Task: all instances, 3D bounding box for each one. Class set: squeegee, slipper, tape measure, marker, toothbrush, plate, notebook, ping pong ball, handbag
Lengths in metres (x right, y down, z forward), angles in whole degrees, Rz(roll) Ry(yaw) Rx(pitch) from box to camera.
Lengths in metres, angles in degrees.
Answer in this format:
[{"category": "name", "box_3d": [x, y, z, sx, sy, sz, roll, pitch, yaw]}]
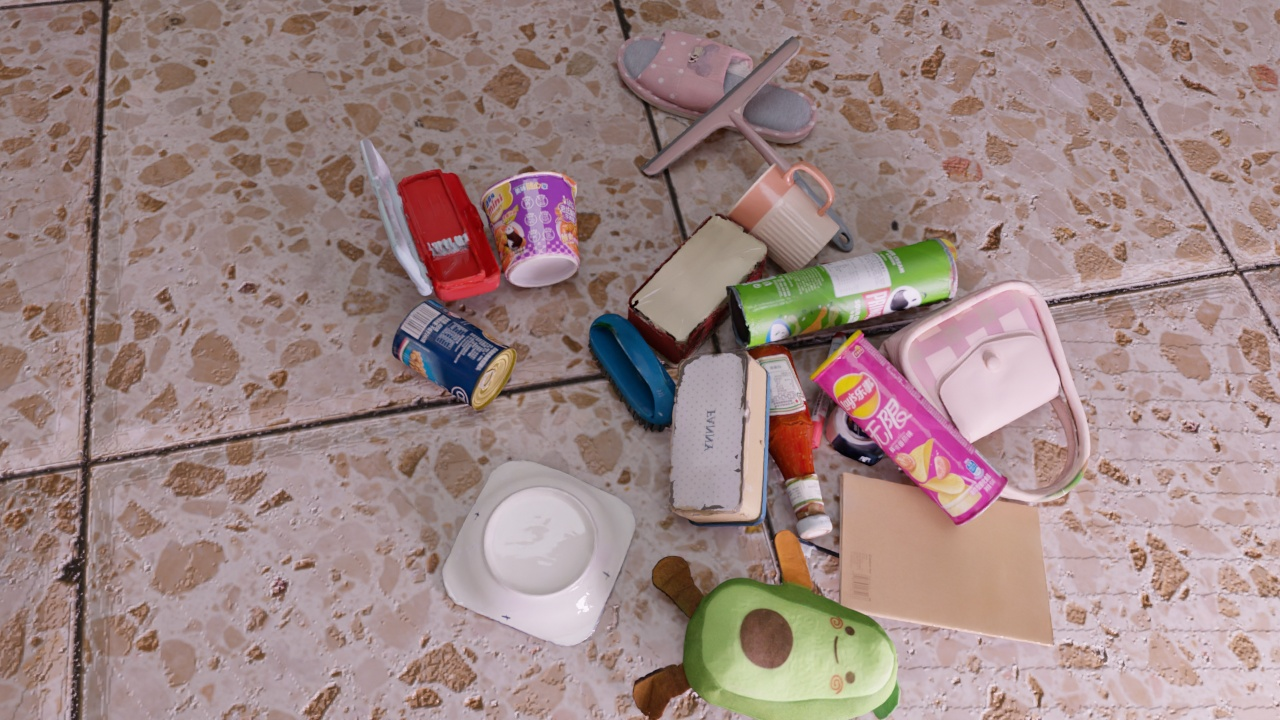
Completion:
[{"category": "squeegee", "box_3d": [0.171, -0.227, 1.103, 0.248, 0.040, 0.249, -41, 84, 2]}, {"category": "slipper", "box_3d": [0.098, -0.357, 1.178, 0.274, 0.054, 0.114, 24, 64, 7]}, {"category": "tape measure", "box_3d": [0.234, 0.072, 0.982, 0.066, 0.034, 0.065, 24, 62, 5]}, {"category": "marker", "box_3d": [0.205, 0.031, 1.010, 0.017, 0.017, 0.145, 19, 63, 5]}, {"category": "toothbrush", "box_3d": [0.236, 0.212, 0.921, 0.181, 0.016, 0.018, 17, 69, 5]}, {"category": "plate", "box_3d": [-0.098, 0.181, 0.902, 0.163, 0.034, 0.164, 20, 63, 6]}, {"category": "notebook", "box_3d": [0.303, 0.197, 0.922, 0.211, 0.012, 0.149, 10, 55, 0]}, {"category": "ping pong ball", "box_3d": [0.353, -0.124, 1.086, 0.040, 0.040, 0.040, 2, 63, -4]}, {"category": "handbag", "box_3d": [0.383, 0.044, 0.989, 0.193, 0.093, 0.234, -25, 75, -15]}]

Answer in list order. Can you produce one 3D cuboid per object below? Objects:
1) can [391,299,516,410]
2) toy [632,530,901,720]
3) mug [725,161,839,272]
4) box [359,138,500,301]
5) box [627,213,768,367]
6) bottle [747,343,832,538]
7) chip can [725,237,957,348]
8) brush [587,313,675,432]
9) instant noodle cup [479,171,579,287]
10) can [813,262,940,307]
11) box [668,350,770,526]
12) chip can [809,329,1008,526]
[{"category": "can", "box_3d": [-0.197, -0.008, 0.967, 0.111, 0.075, 0.075, 31, 65, 12]}, {"category": "toy", "box_3d": [0.121, 0.267, 0.844, 0.247, 0.090, 0.226, 6, 71, 3]}, {"category": "mug", "box_3d": [0.172, -0.169, 1.047, 0.106, 0.115, 0.081, 43, 38, 0]}, {"category": "box", "box_3d": [-0.234, -0.161, 1.003, 0.118, 0.098, 0.201, -15, 52, -16]}, {"category": "box", "box_3d": [0.066, -0.083, 1.024, 0.091, 0.076, 0.168, 37, 67, 15]}, {"category": "bottle", "box_3d": [0.154, 0.083, 0.956, 0.059, 0.060, 0.205, -9, 64, -9]}, {"category": "chip can", "box_3d": [0.212, -0.072, 0.978, 0.236, 0.072, 0.072, -13, 65, -6]}, {"category": "brush", "box_3d": [-0.006, 0.006, 0.975, 0.055, 0.074, 0.144, -27, 67, -20]}, {"category": "instant noodle cup", "box_3d": [-0.118, -0.142, 1.028, 0.111, 0.112, 0.099, -9, 71, -9]}, {"category": "can", "box_3d": [0.269, -0.087, 1.051, 0.147, 0.058, 0.057, -4, 63, -6]}, {"category": "box", "box_3d": [0.080, 0.085, 0.923, 0.090, 0.060, 0.184, -5, 70, 30]}, {"category": "chip can", "box_3d": [0.270, 0.068, 0.930, 0.071, 0.071, 0.210, -40, 81, -21]}]
